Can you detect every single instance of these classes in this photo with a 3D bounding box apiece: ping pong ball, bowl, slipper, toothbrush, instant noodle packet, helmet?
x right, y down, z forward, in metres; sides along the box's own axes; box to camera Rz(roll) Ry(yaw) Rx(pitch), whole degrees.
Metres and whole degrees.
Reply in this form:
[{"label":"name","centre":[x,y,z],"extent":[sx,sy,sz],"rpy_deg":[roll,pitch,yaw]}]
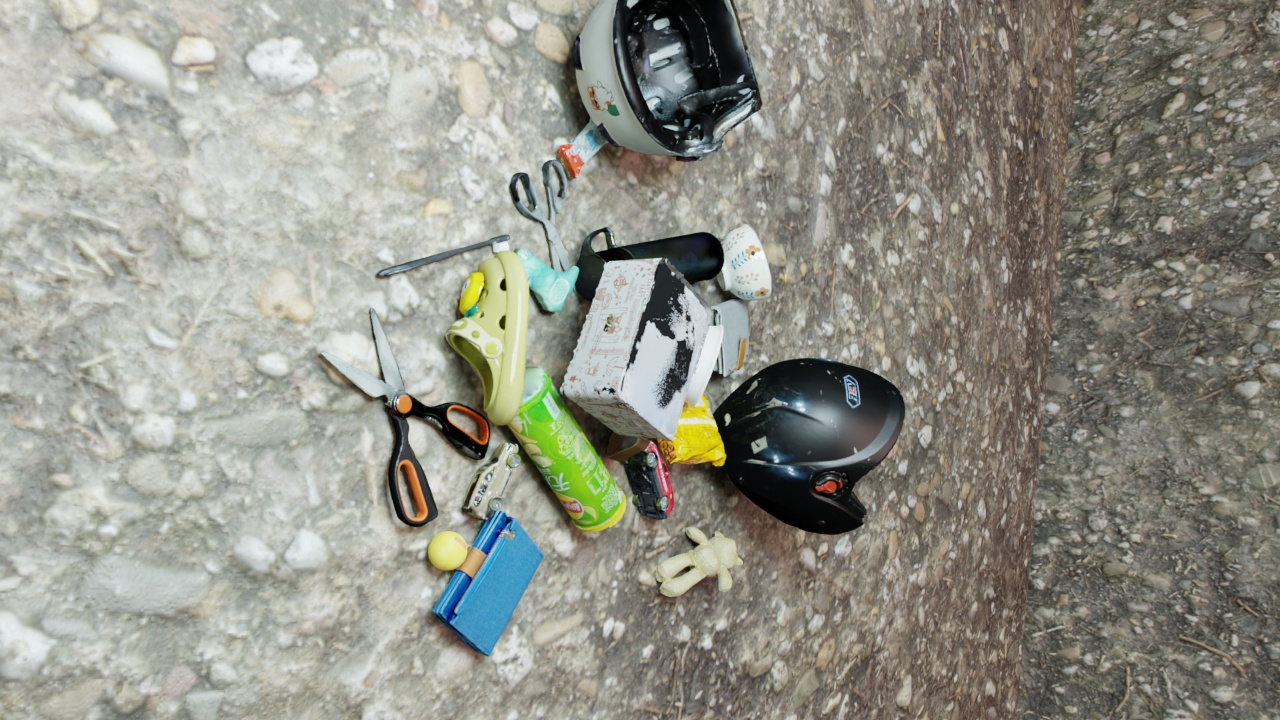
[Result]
[{"label":"ping pong ball","centre":[-0.202,0.199,0.959],"extent":[0.040,0.040,0.040],"rpy_deg":[-3,94,-51]},{"label":"bowl","centre":[0.143,-0.137,1.338],"extent":[0.062,0.113,0.113],"rpy_deg":[-18,110,-7]},{"label":"slipper","centre":[-0.161,-0.027,0.960],"extent":[0.081,0.092,0.190],"rpy_deg":[4,73,-22]},{"label":"toothbrush","centre":[-0.202,-0.109,0.965],"extent":[0.180,0.016,0.018],"rpy_deg":[-25,119,-49]},{"label":"instant noodle packet","centre":[0.065,0.093,1.264],"extent":[0.128,0.044,0.110],"rpy_deg":[9,60,-52]},{"label":"helmet","centre":[0.014,-0.353,1.110],"extent":[0.273,0.157,0.230],"rpy_deg":[-41,117,-38]},{"label":"bowl","centre":[0.059,-0.002,1.223],"extent":[0.064,0.118,0.118],"rpy_deg":[20,70,-5]},{"label":"helmet","centre":[0.238,0.106,1.327],"extent":[0.230,0.276,0.232],"rpy_deg":[29,43,-21]}]

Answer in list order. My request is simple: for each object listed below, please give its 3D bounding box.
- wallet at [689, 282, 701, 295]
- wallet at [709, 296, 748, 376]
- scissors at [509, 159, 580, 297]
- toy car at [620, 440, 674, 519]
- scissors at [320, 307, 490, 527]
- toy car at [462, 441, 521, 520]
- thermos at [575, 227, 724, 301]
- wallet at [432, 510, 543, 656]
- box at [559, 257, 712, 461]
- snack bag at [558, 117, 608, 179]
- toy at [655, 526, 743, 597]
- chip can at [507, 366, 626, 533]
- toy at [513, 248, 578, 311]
[{"label":"wallet","centre":[0.058,-0.043,1.290],"extent":[0.120,0.019,0.097],"rpy_deg":[-42,121,-40]},{"label":"wallet","centre":[0.135,-0.035,1.350],"extent":[0.129,0.037,0.106],"rpy_deg":[-24,110,-65]},{"label":"scissors","centre":[-0.108,-0.153,1.086],"extent":[0.166,0.014,0.162],"rpy_deg":[28,72,-50]},{"label":"toy car","centre":[0.011,0.154,1.214],"extent":[0.045,0.053,0.120],"rpy_deg":[-43,126,-43]},{"label":"scissors","centre":[-0.232,0.059,0.936],"extent":[0.224,0.022,0.221],"rpy_deg":[2,85,-53]},{"label":"toy car","centre":[-0.162,0.130,1.004],"extent":[0.035,0.042,0.090],"rpy_deg":[32,72,-23]},{"label":"thermos","centre":[0.015,-0.134,1.188],"extent":[0.241,0.069,0.090],"rpy_deg":[-16,99,-51]},{"label":"wallet","centre":[-0.164,0.245,1.010],"extent":[0.132,0.040,0.106],"rpy_deg":[-61,143,-29]},{"label":"box","centre":[0.005,0.010,1.083],"extent":[0.273,0.130,0.178],"rpy_deg":[76,29,-67]},{"label":"snack bag","centre":[-0.065,-0.265,1.119],"extent":[0.045,0.026,0.105],"rpy_deg":[56,49,-25]},{"label":"toy","centre":[0.083,0.292,1.308],"extent":[0.156,0.066,0.105],"rpy_deg":[-14,60,-46]},{"label":"chip can","centre":[-0.093,0.105,1.065],"extent":[0.072,0.073,0.221],"rpy_deg":[-54,131,-35]},{"label":"toy","centre":[-0.120,-0.088,1.059],"extent":[0.092,0.030,0.096],"rpy_deg":[37,70,-37]}]
